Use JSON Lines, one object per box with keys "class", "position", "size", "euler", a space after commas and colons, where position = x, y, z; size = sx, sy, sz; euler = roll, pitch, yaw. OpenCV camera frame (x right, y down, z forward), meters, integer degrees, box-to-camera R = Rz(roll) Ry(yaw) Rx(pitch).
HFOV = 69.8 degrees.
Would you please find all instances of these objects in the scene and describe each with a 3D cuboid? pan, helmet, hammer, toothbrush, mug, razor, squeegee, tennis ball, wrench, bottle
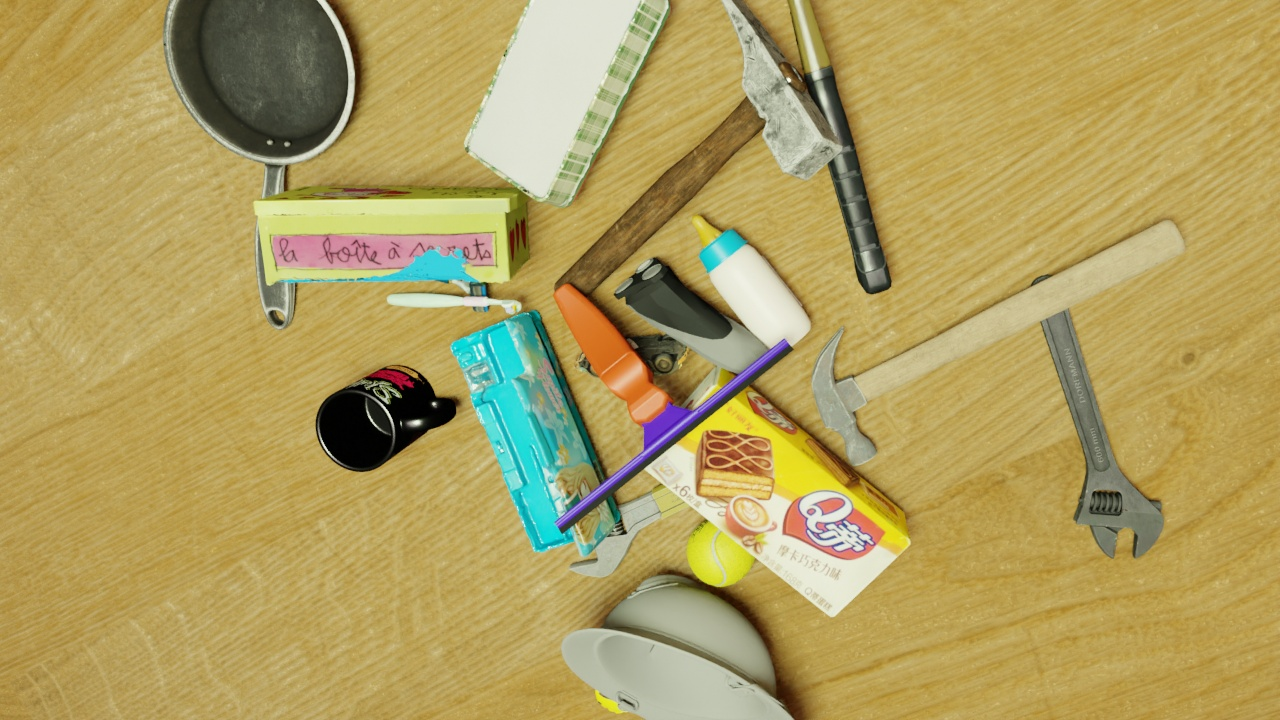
{"class": "pan", "position": [-0.358, -0.201, 0.892], "size": [0.187, 0.055, 0.357], "euler": [8, 117, 7]}
{"class": "helmet", "position": [0.055, 0.279, 0.894], "size": [0.271, 0.117, 0.184], "euler": [38, 138, -23]}
{"class": "hammer", "position": [0.154, -0.214, 0.761], "size": [0.025, 0.117, 0.333], "euler": [-17, 105, 10]}
{"class": "toothbrush", "position": [-0.185, -0.056, 0.892], "size": [0.155, 0.022, 0.015], "euler": [5, 81, 26]}
{"class": "mug", "position": [-0.241, 0.055, 0.904], "size": [0.118, 0.098, 0.082], "euler": [-3, 103, 12]}
{"class": "razor", "position": [0.050, -0.035, 0.833], "size": [0.156, 0.060, 0.057], "euler": [40, 67, 9]}
{"class": "squeegee", "position": [-0.019, 0.004, 0.814], "size": [0.249, 0.055, 0.184], "euler": [-39, 70, 3]}
{"class": "tennis ball", "position": [0.078, 0.185, 0.888], "size": [0.065, 0.065, 0.065], "euler": [3, 104, 11]}
{"class": "wrench", "position": [0.036, 0.138, 0.910], "size": [0.274, 0.018, 0.083], "euler": [-27, 97, 16]}
{"class": "bottle", "position": [0.094, -0.074, 0.829], "size": [0.051, 0.051, 0.146], "euler": [-38, 94, 17]}
{"class": "hammer", "position": [0.009, -0.176, 0.813], "size": [0.301, 0.037, 0.217], "euler": [-40, 64, 32]}
{"class": "hammer", "position": [0.303, -0.027, 0.802], "size": [0.332, 0.030, 0.119], "euler": [-28, 96, 21]}
{"class": "wrench", "position": [0.399, 0.053, 0.817], "size": [0.073, 0.018, 0.273], "euler": [-19, 98, 16]}
{"class": "razor", "position": [-0.215, -0.086, 0.907], "size": [0.144, 0.022, 0.042], "euler": [19, 142, 11]}

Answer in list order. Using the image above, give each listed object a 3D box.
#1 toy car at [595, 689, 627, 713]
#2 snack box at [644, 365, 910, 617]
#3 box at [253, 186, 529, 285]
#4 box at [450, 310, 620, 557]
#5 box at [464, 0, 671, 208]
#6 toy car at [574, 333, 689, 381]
{"class": "toy car", "position": [-0.022, 0.324, 0.962], "size": [0.049, 0.030, 0.107], "euler": [7, 106, 9]}
{"class": "snack box", "position": [0.125, 0.119, 0.845], "size": [0.230, 0.061, 0.110], "euler": [39, 109, -4]}
{"class": "box", "position": [-0.215, -0.117, 0.831], "size": [0.221, 0.124, 0.081], "euler": [-2, 106, 5]}
{"class": "box", "position": [-0.111, 0.077, 0.862], "size": [0.098, 0.121, 0.227], "euler": [-21, 93, 15]}
{"class": "box", "position": [-0.068, -0.248, 0.807], "size": [0.118, 0.049, 0.206], "euler": [36, 107, 25]}
{"class": "toy car", "position": [-0.005, 0.005, 0.872], "size": [0.112, 0.047, 0.047], "euler": [-4, 125, 18]}
